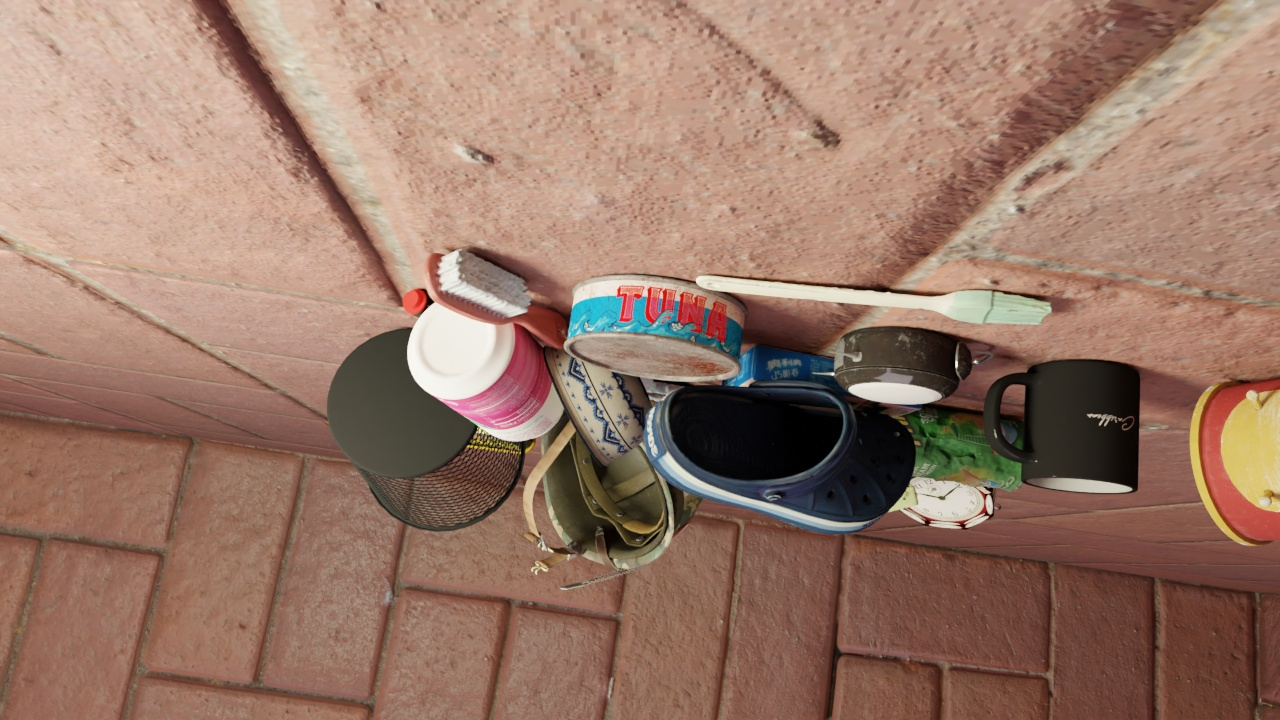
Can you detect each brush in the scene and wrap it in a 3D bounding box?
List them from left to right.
[{"bbox_3d":[-0.092,-0.042,0.673,0.030,0.041,0.172,-15,161,25],"label":"brush"},{"bbox_3d":[0.142,-0.040,0.583,0.218,0.012,0.033,6,167,14],"label":"brush"}]

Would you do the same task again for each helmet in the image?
[{"bbox_3d":[-0.038,0.123,0.978,0.235,0.193,0.224,-5,-154,-26],"label":"helmet"}]

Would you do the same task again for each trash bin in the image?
[{"bbox_3d":[-0.220,0.069,0.947,0.184,0.183,0.210,8,162,1],"label":"trash bin"}]

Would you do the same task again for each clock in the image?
[{"bbox_3d":[0.196,0.008,0.684,0.123,0.043,0.091,7,167,3],"label":"clock"},{"bbox_3d":[0.331,0.120,1.027,0.115,0.064,0.154,-19,126,41],"label":"clock"},{"bbox_3d":[0.464,0.068,0.630,0.158,0.117,0.081,9,165,-27],"label":"clock"}]

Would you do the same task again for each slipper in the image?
[{"bbox_3d":[0.126,0.070,0.720,0.252,0.105,0.095,10,147,-26],"label":"slipper"}]

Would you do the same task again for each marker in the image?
[{"bbox_3d":[-0.158,-0.031,0.791,0.023,0.021,0.145,36,180,25],"label":"marker"}]

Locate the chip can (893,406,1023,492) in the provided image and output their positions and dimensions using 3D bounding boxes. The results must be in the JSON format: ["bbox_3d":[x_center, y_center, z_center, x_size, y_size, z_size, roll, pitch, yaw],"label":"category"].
[{"bbox_3d":[0.260,0.078,0.888,0.223,0.075,0.075,8,168,-1],"label":"chip can"}]

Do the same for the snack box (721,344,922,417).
[{"bbox_3d":[0.156,0.022,0.800,0.154,0.033,0.088,10,166,-9],"label":"snack box"}]

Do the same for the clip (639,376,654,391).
[{"bbox_3d":[-0.005,0.004,0.829,0.102,0.040,0.054,5,155,17],"label":"clip"}]

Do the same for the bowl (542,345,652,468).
[{"bbox_3d":[-0.029,0.026,0.774,0.059,0.115,0.115,-27,163,3],"label":"bowl"}]

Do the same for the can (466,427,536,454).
[{"bbox_3d":[-0.197,0.064,1.124,0.131,0.072,0.101,7,165,5],"label":"can"}]

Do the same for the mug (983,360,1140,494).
[{"bbox_3d":[0.313,0.048,0.687,0.113,0.088,0.078,10,167,-7],"label":"mug"}]

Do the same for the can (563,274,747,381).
[{"bbox_3d":[0.011,-0.021,0.672,0.130,0.044,0.130,8,167,2],"label":"can"}]

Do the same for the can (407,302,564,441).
[{"bbox_3d":[-0.122,0.011,0.770,0.088,0.088,0.166,5,162,15],"label":"can"}]

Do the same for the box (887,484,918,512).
[{"bbox_3d":[0.190,0.126,0.915,0.140,0.048,0.188,10,179,2],"label":"box"}]

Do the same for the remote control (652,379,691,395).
[{"bbox_3d":[0.034,0.030,0.954,0.034,0.013,0.150,-9,159,41],"label":"remote control"}]

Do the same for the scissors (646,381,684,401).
[{"bbox_3d":[0.073,0.036,0.924,0.168,0.014,0.170,-1,165,5],"label":"scissors"}]
